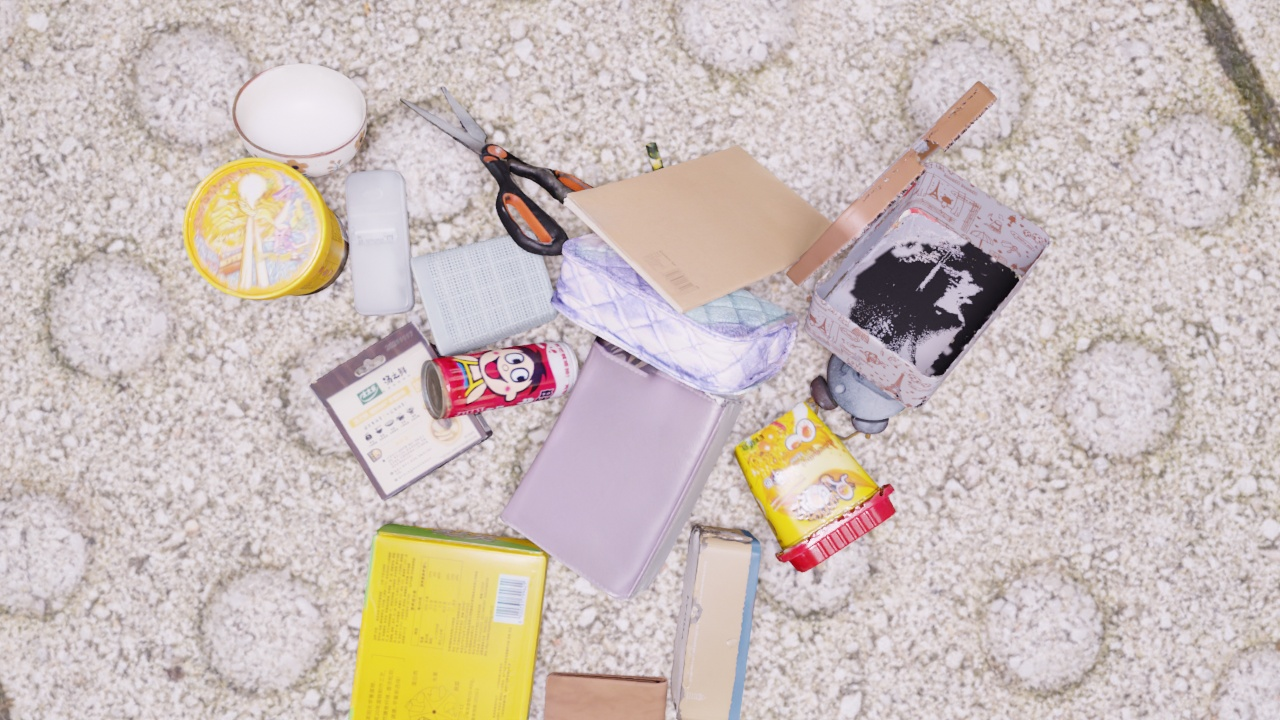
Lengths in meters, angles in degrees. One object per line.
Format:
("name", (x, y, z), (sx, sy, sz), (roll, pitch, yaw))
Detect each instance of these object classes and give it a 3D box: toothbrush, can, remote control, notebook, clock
("toothbrush", (0.033, -0.118, 0.874), (0.017, 0.012, 0.186), (-17, 89, 3))
("can", (-0.124, 0.016, 0.820), (0.132, 0.053, 0.053), (-10, 89, -32))
("remote control", (-0.245, -0.110, 0.864), (0.056, 0.020, 0.136), (-5, 89, 0))
("notebook", (0.061, -0.120, 0.786), (0.210, 0.012, 0.149), (-25, 59, -35))
("clock", (0.207, 0.020, 0.848), (0.082, 0.055, 0.122), (32, 105, 5))

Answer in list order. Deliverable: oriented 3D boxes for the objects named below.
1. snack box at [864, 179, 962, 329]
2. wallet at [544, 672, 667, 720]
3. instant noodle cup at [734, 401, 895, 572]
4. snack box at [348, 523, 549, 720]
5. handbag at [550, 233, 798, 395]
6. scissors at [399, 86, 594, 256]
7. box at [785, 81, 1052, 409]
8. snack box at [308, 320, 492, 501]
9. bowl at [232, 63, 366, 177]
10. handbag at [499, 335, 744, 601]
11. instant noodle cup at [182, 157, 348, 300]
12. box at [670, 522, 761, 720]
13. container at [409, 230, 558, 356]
("snack box", (0.264, -0.095, 0.870), (0.075, 0.025, 0.153), (-19, 89, 0))
("wallet", (-0.034, 0.346, 0.861), (0.115, 0.020, 0.101), (4, 90, 2))
("instant noodle cup", (0.149, 0.112, 0.828), (0.116, 0.116, 0.123), (-33, 78, -1))
("snack box", (-0.173, 0.262, 0.834), (0.157, 0.070, 0.210), (7, 89, -1))
("handbag", (0.025, -0.042, 0.785), (0.194, 0.133, 0.076), (30, 118, 24))
("scissors", (-0.119, -0.170, 0.827), (0.221, 0.210, 0.022), (20, 130, -17))
("box", (0.232, -0.098, 0.736), (0.157, 0.193, 0.182), (39, 74, 16))
("snack box", (-0.218, 0.046, 0.845), (0.113, 0.053, 0.125), (-32, 89, -2))
("bowl", (-0.306, -0.208, 0.836), (0.113, 0.062, 0.113), (5, 61, -9))
("handbag", (-0.016, 0.091, 0.818), (0.145, 0.098, 0.197), (29, 96, 15))
("instant noodle cup", (-0.321, -0.109, 0.816), (0.118, 0.114, 0.118), (0, 89, -1))
("box", (0.065, 0.243, 0.831), (0.060, 0.090, 0.184), (6, 91, -2))
("container", (-0.137, -0.062, 0.833), (0.111, 0.090, 0.090), (-18, 89, -4))
